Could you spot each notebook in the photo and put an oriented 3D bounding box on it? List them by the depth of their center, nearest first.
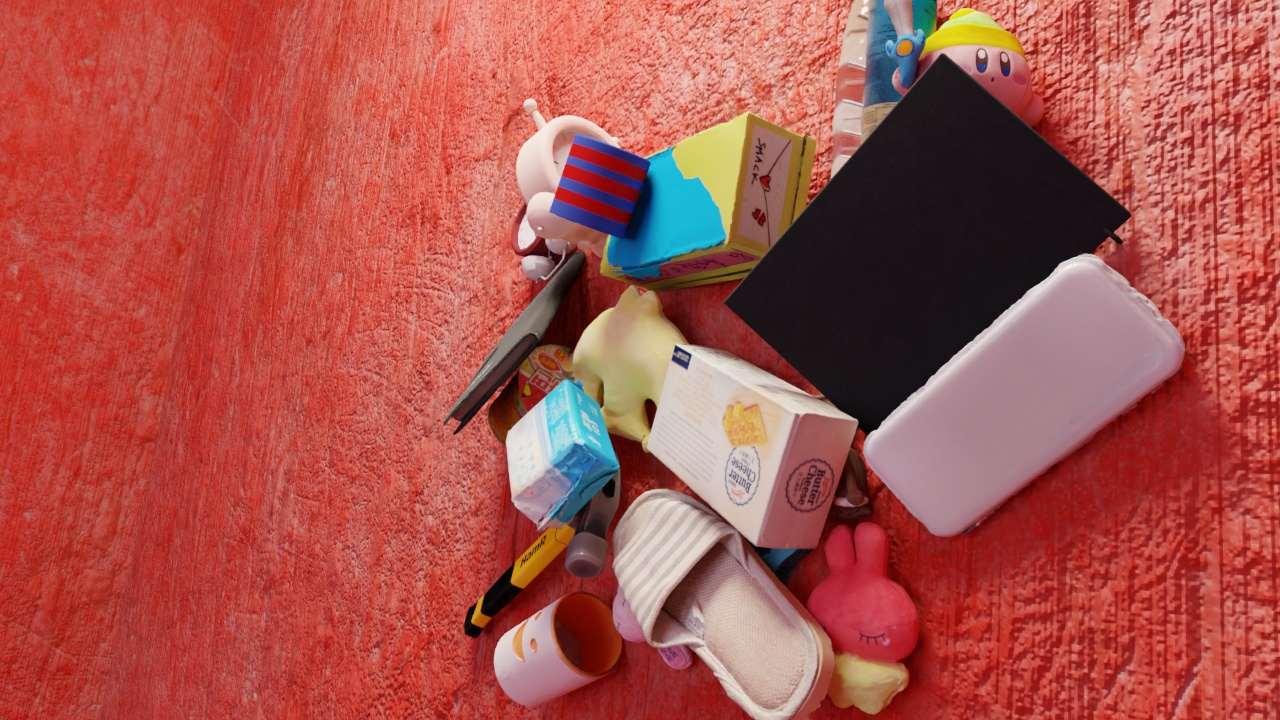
[{"bbox_3d":[0.193,-0.067,0.648,0.169,0.019,0.232,44,118,6],"label":"notebook"},{"bbox_3d":[-0.134,-0.022,1.003,0.170,0.029,0.208,-45,10,28],"label":"notebook"}]

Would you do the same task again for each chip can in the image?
[{"bbox_3d":[0.190,-0.184,0.720,0.080,0.079,0.229,-7,73,49],"label":"chip can"}]

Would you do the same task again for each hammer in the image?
[{"bbox_3d":[-0.112,0.207,0.961,0.326,0.034,0.169,-48,22,39],"label":"hammer"}]

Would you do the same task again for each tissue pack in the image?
[{"bbox_3d":[-0.075,0.088,0.860,0.093,0.061,0.144,-42,29,13],"label":"tissue pack"}]

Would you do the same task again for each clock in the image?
[{"bbox_3d":[-0.073,-0.186,0.985,0.086,0.131,0.160,-35,54,38],"label":"clock"},{"bbox_3d":[-0.112,-0.148,1.083,0.087,0.044,0.124,-44,43,31],"label":"clock"}]

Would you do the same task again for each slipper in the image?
[{"bbox_3d":[0.050,0.185,0.733,0.114,0.054,0.273,-56,36,-1],"label":"slipper"}]

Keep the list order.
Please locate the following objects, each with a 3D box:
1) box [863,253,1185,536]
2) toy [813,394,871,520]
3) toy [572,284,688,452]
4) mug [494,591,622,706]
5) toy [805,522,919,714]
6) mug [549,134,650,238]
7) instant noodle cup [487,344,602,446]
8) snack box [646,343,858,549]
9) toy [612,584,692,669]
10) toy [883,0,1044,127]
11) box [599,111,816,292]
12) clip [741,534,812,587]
[{"bbox_3d":[0.240,0.028,0.601,0.214,0.063,0.118,-46,64,28],"label":"box"},{"bbox_3d":[0.152,0.079,0.705,0.055,0.041,0.101,85,179,-45],"label":"toy"},{"bbox_3d":[-0.005,0.005,0.900,0.171,0.064,0.155,19,103,46],"label":"toy"},{"bbox_3d":[-0.081,0.280,0.887,0.106,0.082,0.082,-39,51,37],"label":"mug"},{"bbox_3d":[0.158,0.184,0.663,0.092,0.045,0.135,-3,82,47],"label":"toy"},{"bbox_3d":[-0.038,-0.165,0.876,0.112,0.075,0.076,-91,21,-81],"label":"mug"},{"bbox_3d":[-0.113,0.048,0.995,0.113,0.100,0.100,-31,56,50],"label":"instant noodle cup"},{"bbox_3d":[0.080,0.062,0.743,0.208,0.057,0.104,34,112,63],"label":"snack box"},{"bbox_3d":[0.009,0.230,0.826,0.110,0.047,0.063,18,99,47],"label":"toy"},{"bbox_3d":[0.229,-0.210,0.670,0.097,0.124,0.131,92,-172,-88],"label":"toy"},{"bbox_3d":[0.053,-0.136,0.847,0.221,0.079,0.124,-8,70,59],"label":"box"},{"bbox_3d":[0.113,0.153,0.745,0.119,0.033,0.120,-40,50,30],"label":"clip"}]
